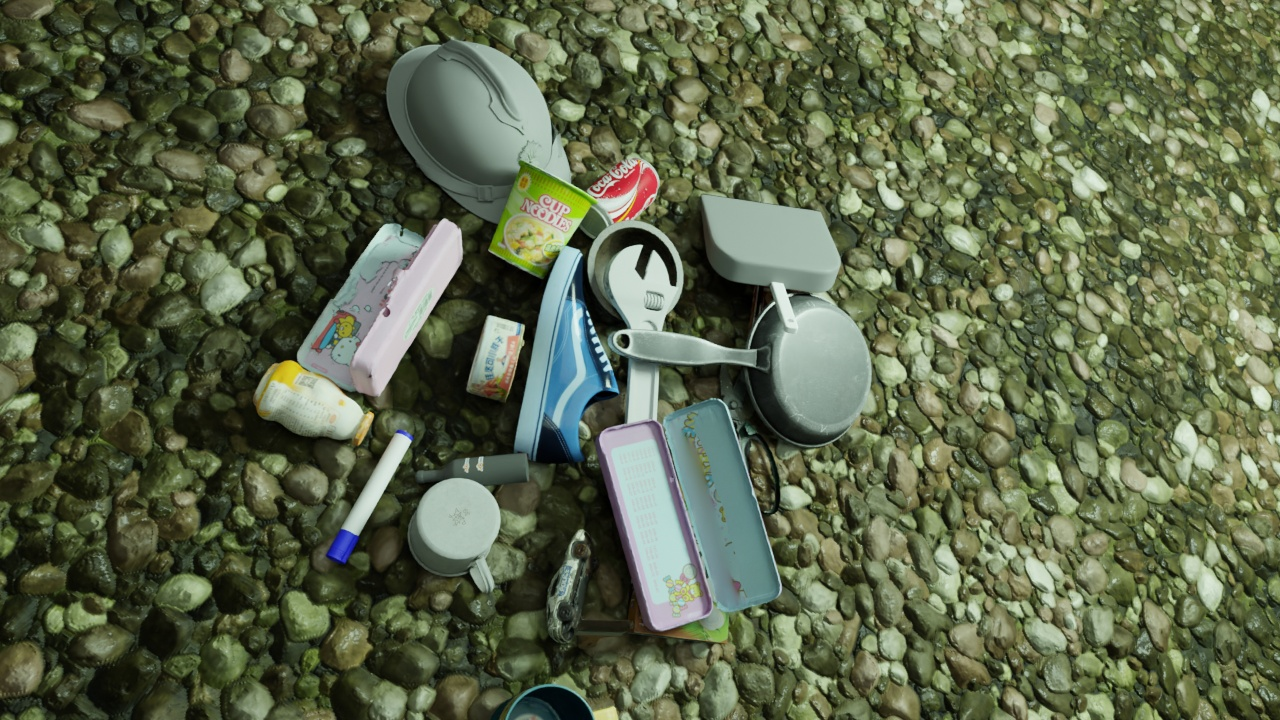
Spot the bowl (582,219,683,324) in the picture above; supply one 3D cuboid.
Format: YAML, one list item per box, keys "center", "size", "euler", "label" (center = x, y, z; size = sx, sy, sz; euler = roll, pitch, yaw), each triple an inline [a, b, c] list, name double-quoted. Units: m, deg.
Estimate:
- center: [-0.016, -0.098, 1.073]
  size: [0.121, 0.056, 0.121]
  euler: [4, 81, -25]
  label: "bowl"

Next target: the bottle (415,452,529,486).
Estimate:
- center: [-0.171, 0.114, 0.932]
  size: [0.113, 0.030, 0.030]
  euler: [-5, 68, -1]
  label: "bottle"

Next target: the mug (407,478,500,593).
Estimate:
- center: [-0.173, 0.174, 0.894]
  size: [0.084, 0.071, 0.113]
  euler: [-31, 79, -28]
  label: "mug"

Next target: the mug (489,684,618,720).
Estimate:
- center: [-0.079, 0.339, 0.834]
  size: [0.113, 0.107, 0.083]
  euler: [-7, 68, -22]
  label: "mug"

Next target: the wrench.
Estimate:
- center: [-0.006, 0.006, 1.019]
  size: [0.086, 0.018, 0.273]
  euler: [9, 79, -24]
  label: "wrench"

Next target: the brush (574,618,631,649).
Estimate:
- center: [-0.043, 0.259, 0.860]
  size: [0.045, 0.143, 0.008]
  euler: [4, 65, -9]
  label: "brush"

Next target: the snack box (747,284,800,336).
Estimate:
- center: [0.170, -0.077, 1.147]
  size: [0.051, 0.032, 0.140]
  euler: [17, 63, -12]
  label: "snack box"

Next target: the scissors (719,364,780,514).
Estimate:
- center: [0.123, 0.088, 1.067]
  size: [0.146, 0.015, 0.209]
  euler: [25, 63, -4]
  label: "scissors"

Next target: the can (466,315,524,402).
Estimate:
- center: [-0.152, -0.002, 0.968]
  size: [0.043, 0.086, 0.086]
  euler: [15, 63, -11]
  label: "can"

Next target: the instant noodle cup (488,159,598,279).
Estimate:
- center: [-0.115, -0.154, 1.030]
  size: [0.099, 0.099, 0.108]
  euler: [27, 93, -7]
  label: "instant noodle cup"

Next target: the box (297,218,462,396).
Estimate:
- center: [-0.275, -0.068, 0.962]
  size: [0.102, 0.087, 0.201]
  euler: [22, 62, 5]
  label: "box"

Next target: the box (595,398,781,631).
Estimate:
- center: [0.048, 0.157, 0.939]
  size: [0.150, 0.049, 0.214]
  euler: [-16, 78, -1]
  label: "box"

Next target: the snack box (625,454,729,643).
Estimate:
- center: [0.046, 0.198, 0.971]
  size: [0.101, 0.032, 0.185]
  euler: [11, 70, -15]
  label: "snack box"

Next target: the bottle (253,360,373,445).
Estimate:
- center: [-0.320, 0.046, 0.903]
  size: [0.109, 0.063, 0.063]
  euler: [26, 61, -10]
  label: "bottle"

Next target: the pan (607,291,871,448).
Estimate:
- center: [0.130, -0.001, 1.056]
  size: [0.356, 0.055, 0.187]
  euler: [9, 80, -29]
  label: "pan"

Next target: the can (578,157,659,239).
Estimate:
- center: [-0.028, -0.196, 1.110]
  size: [0.064, 0.064, 0.104]
  euler: [42, 61, 2]
  label: "can"

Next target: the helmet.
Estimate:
- center: [-0.176, -0.292, 1.068]
  size: [0.183, 0.118, 0.271]
  euler: [-37, 85, -29]
  label: "helmet"

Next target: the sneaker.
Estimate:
- center: [-0.068, -0.003, 0.996]
  size: [0.098, 0.083, 0.241]
  euler: [9, 73, -2]
  label: "sneaker"

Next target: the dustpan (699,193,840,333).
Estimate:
- center: [0.162, -0.118, 1.104]
  size: [0.163, 0.033, 0.257]
  euler: [7, 35, -9]
  label: "dustpan"

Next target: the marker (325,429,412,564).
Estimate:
- center: [-0.266, 0.133, 0.907]
  size: [0.020, 0.020, 0.141]
  euler: [27, 61, -7]
  label: "marker"

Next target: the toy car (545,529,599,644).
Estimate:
- center: [-0.072, 0.226, 0.923]
  size: [0.040, 0.048, 0.112]
  euler: [5, 60, 17]
  label: "toy car"
